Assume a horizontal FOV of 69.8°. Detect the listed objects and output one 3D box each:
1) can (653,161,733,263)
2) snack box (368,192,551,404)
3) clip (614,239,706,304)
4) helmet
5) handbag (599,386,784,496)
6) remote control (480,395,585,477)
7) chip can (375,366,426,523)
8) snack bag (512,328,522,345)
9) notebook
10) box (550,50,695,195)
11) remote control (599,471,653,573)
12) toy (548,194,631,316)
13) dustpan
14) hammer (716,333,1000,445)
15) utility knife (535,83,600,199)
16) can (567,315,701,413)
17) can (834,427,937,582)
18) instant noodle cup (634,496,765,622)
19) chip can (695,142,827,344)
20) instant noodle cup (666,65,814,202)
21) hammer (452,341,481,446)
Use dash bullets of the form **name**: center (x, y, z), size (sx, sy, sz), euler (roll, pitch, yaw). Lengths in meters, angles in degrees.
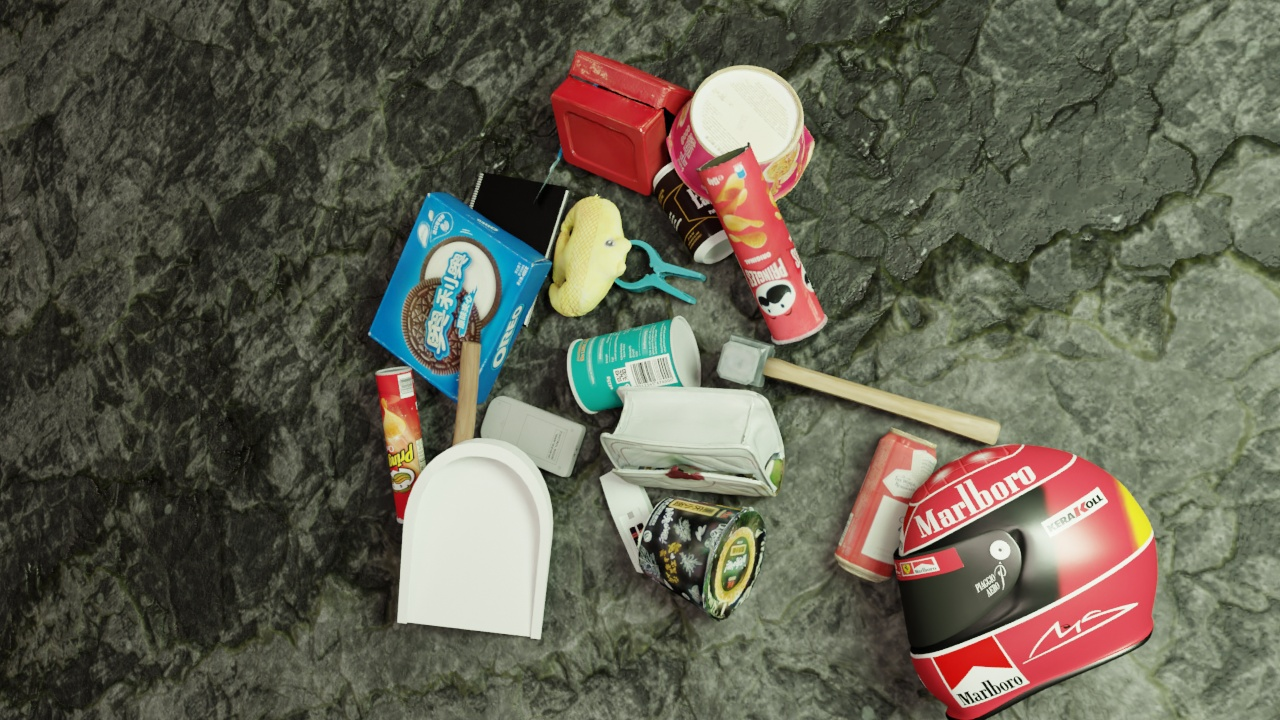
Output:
- **can**: center (0.073, -0.192, 1.185), size (0.072, 0.072, 0.128), euler (-35, 70, 15)
- **snack box**: center (-0.255, -0.085, 1.278), size (0.195, 0.056, 0.239), euler (35, 110, 17)
- **clip**: center (0.027, -0.133, 1.224), size (0.130, 0.031, 0.121), euler (0, 78, 23)
- **helmet**: center (0.370, 0.204, 0.930), size (0.271, 0.197, 0.224), euler (-32, 79, 15)
- **handbag**: center (0.064, 0.108, 1.111), size (0.199, 0.142, 0.096), euler (1, 53, 24)
- **remote control**: center (-0.151, 0.102, 1.267), size (0.151, 0.019, 0.074), euler (19, 90, 24)
- **chip can**: center (-0.332, 0.118, 1.290), size (0.052, 0.051, 0.215), euler (-3, 99, 23)
- **snack bag**: center (-0.243, -0.058, 1.330), size (0.155, 0.018, 0.075), euler (40, 98, 22)
- **notebook**: center (-0.198, -0.162, 1.318), size (0.149, 0.016, 0.206), euler (14, 83, 22)
- **box**: center (-0.030, -0.314, 1.223), size (0.157, 0.146, 0.156), euler (30, 106, 24)
- **remote control**: center (-0.007, 0.205, 1.188), size (0.050, 0.024, 0.143), euler (-29, 72, 17)
- **toy**: center (-0.070, -0.142, 1.235), size (0.155, 0.064, 0.170), euler (7, 83, 50)
- **dustpan**: center (-0.214, 0.233, 1.200), size (0.191, 0.053, 0.258), euler (7, 92, 0)
- **hammer**: center (0.250, 0.037, 1.069), size (0.323, 0.117, 0.051), euler (17, 98, 16)
- **utility knife**: center (-0.099, -0.320, 1.296), size (0.015, 0.031, 0.225), euler (27, 89, -8)
- **can**: center (-0.007, 0.007, 1.175), size (0.144, 0.099, 0.099), euler (-12, 78, 21)
- **can**: center (0.281, 0.165, 1.047), size (0.067, 0.067, 0.170), euler (22, 91, 24)
- **instant noodle cup**: center (0.070, 0.228, 1.101), size (0.112, 0.137, 0.137), euler (15, 88, 35)
- **chip can**: center (0.144, -0.136, 1.082), size (0.073, 0.073, 0.233), euler (-21, 109, 19)
- **instant noodle cup**: center (0.127, -0.285, 1.135), size (0.178, 0.078, 0.178), euler (0, 73, -1)
- **hammer**: center (-0.245, 0.137, 1.250), size (0.098, 0.052, 0.328), euler (10, 98, 15)
